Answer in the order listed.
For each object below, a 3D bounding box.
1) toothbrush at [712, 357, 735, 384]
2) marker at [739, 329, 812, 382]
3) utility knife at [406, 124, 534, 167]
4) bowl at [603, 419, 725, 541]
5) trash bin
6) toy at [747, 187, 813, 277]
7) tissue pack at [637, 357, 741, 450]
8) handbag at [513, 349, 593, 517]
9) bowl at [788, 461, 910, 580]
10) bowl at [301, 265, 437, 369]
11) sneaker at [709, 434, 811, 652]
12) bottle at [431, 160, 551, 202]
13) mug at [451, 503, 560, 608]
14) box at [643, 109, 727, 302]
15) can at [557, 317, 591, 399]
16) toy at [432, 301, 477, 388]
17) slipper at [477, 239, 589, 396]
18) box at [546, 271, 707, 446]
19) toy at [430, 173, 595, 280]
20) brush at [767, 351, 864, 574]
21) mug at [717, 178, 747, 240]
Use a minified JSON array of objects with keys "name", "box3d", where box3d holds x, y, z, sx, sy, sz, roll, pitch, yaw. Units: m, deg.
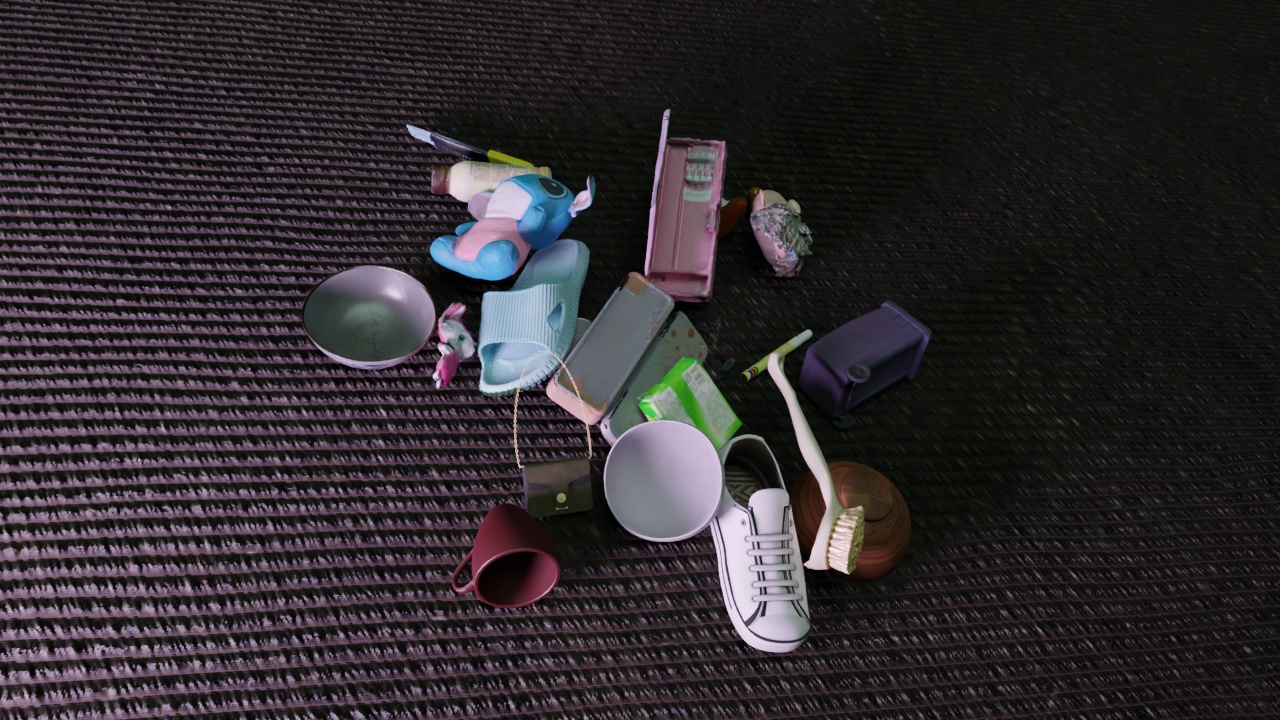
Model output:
[{"name":"toothbrush","box3d":[0.068,0.049,1.127,0.014,0.017,0.187,35,49,14]},{"name":"marker","box3d":[0.180,-0.007,1.206,0.132,0.014,0.014,-32,66,-31]},{"name":"utility knife","box3d":[-0.246,-0.301,1.321,0.198,0.029,0.020,20,47,2]},{"name":"bowl","box3d":[0.029,0.133,1.014,0.132,0.064,0.131,-2,79,9]},{"name":"trash bin","box3d":[0.292,0.001,1.178,0.160,0.094,0.092,-26,54,-27]},{"name":"toy","box3d":[0.194,-0.195,1.301,0.076,0.133,0.175,-25,40,7]},{"name":"tissue pack","box3d":[0.059,0.065,1.084,0.099,0.034,0.114,-41,102,-35]},{"name":"handbag","box3d":[-0.096,0.079,1.002,0.084,0.027,0.178,-6,92,-18]},{"name":"bowl","box3d":[0.248,0.170,1.051,0.147,0.069,0.147,6,52,-9]},{"name":"bowl","box3d":[-0.318,-0.040,1.085,0.150,0.057,0.150,7,52,-9]},{"name":"sneaker","box3d":[0.135,0.185,0.995,0.091,0.097,0.245,2,52,-12]},{"name":"bottle","box3d":[-0.206,-0.245,1.269,0.162,0.057,0.056,2,53,-11]},{"name":"mug","box3d":[-0.145,0.198,0.942,0.114,0.087,0.088,-29,40,4]},{"name":"box","box3d":[0.055,-0.202,1.203,0.099,0.115,0.232,6,76,10]},{"name":"can","box3d":[-0.078,0.000,1.121,0.044,0.044,0.106,8,52,-8]},{"name":"toy","box3d":[-0.218,-0.013,1.083,0.050,0.066,0.102,9,50,-6]},{"name":"slipper","box3d":[-0.131,-0.071,1.128,0.116,0.069,0.275,-4,45,20]},{"name":"box","box3d":[-0.007,0.006,1.104,0.157,0.063,0.215,49,48,-19]},{"name":"toy","box3d":[-0.154,-0.170,1.156,0.224,0.099,0.190,2,38,40]},{"name":"brush","box3d":[0.189,0.108,1.024,0.077,0.062,0.271,-14,62,4]},{"name":"mug","box3d":[0.087,-0.217,1.301,0.110,0.085,0.081,-31,67,-29]}]
